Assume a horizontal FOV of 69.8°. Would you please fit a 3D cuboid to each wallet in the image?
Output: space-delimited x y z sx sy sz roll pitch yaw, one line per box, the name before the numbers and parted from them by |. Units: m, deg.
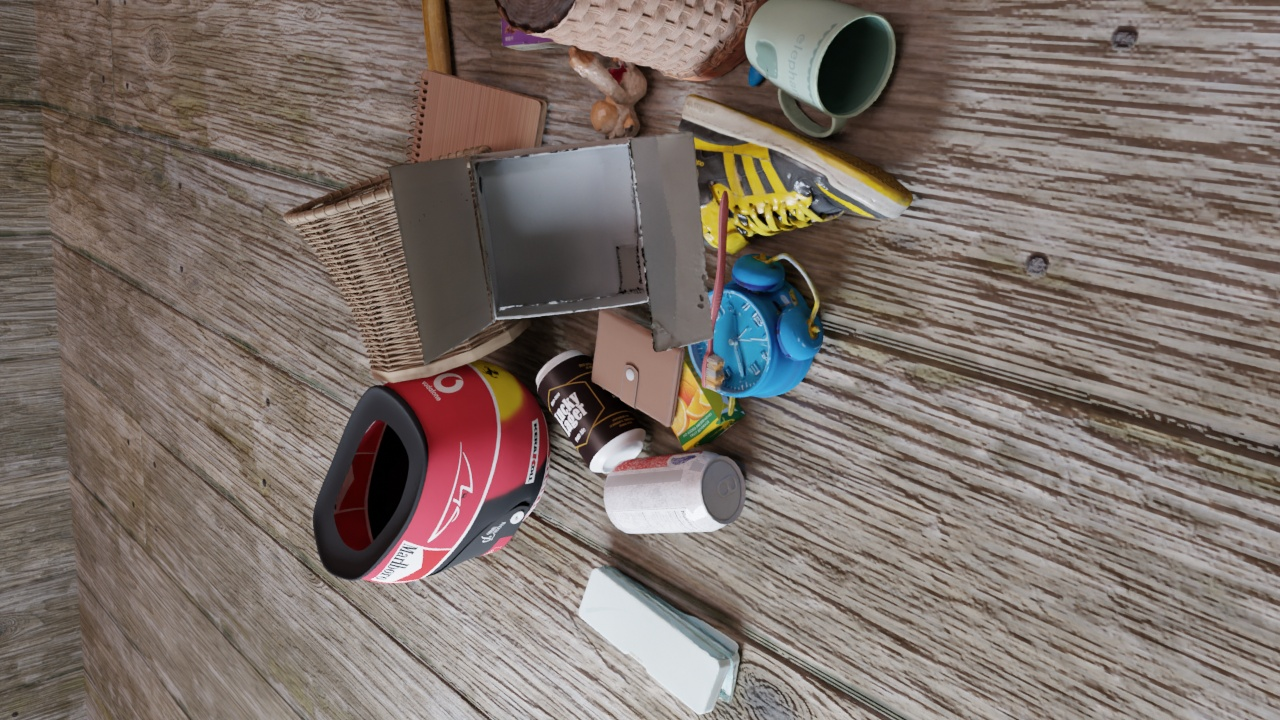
wallet | -0.005 0.005 0.924 0.121 0.013 0.087 29 121 40

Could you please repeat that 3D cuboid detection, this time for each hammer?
hammer | -0.251 -0.367 1.140 0.132 0.033 0.330 0 97 45

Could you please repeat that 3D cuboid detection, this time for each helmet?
helmet | -0.219 0.127 1.061 0.197 0.224 0.271 41 111 34

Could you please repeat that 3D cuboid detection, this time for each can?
can | 0.032 0.134 0.926 0.136 0.078 0.078 -12 89 44
can | -0.055 0.056 0.999 0.128 0.071 0.072 52 129 24

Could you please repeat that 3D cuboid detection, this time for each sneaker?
sneaker | 0.110 -0.139 0.792 0.238 0.085 0.122 37 115 38

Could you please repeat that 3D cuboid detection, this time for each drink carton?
drink carton | 0.045 0.020 0.919 0.058 0.041 0.122 -44 67 40

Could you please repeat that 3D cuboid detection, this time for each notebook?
notebook | -0.205 -0.220 1.084 0.169 0.022 0.211 19 113 16

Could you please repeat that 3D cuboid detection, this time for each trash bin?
trash bin | -0.005 -0.325 0.785 0.151 0.209 0.151 11 105 42

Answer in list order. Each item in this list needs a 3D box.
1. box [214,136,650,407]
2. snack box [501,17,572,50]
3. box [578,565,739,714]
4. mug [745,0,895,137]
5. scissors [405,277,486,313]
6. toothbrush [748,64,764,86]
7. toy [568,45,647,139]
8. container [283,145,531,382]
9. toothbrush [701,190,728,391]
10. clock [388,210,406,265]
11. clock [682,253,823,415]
box | -0.168 -0.101 0.835 0.150 0.411 0.167 9 111 48
snack box | -0.079 -0.402 0.944 0.144 0.040 0.148 7 104 34
box | 0.016 0.295 0.991 0.199 0.070 0.085 26 134 40
mug | 0.142 -0.240 0.756 0.104 0.084 0.111 42 150 43
scissors | -0.253 -0.041 1.213 0.226 0.016 0.226 32 120 35
toothbrush | 0.124 -0.305 0.802 0.022 0.017 0.135 41 126 31
toy | -0.031 -0.269 0.927 0.085 0.074 0.106 -130 22 -65
container | -0.241 -0.105 1.006 0.227 0.226 0.196 1 117 44
toothbrush | 0.068 -0.057 0.798 0.016 0.015 0.185 24 123 37
clock | -0.276 -0.163 1.182 0.118 0.057 0.083 4 99 44
clock | 0.106 -0.031 0.834 0.116 0.060 0.162 58 135 21
